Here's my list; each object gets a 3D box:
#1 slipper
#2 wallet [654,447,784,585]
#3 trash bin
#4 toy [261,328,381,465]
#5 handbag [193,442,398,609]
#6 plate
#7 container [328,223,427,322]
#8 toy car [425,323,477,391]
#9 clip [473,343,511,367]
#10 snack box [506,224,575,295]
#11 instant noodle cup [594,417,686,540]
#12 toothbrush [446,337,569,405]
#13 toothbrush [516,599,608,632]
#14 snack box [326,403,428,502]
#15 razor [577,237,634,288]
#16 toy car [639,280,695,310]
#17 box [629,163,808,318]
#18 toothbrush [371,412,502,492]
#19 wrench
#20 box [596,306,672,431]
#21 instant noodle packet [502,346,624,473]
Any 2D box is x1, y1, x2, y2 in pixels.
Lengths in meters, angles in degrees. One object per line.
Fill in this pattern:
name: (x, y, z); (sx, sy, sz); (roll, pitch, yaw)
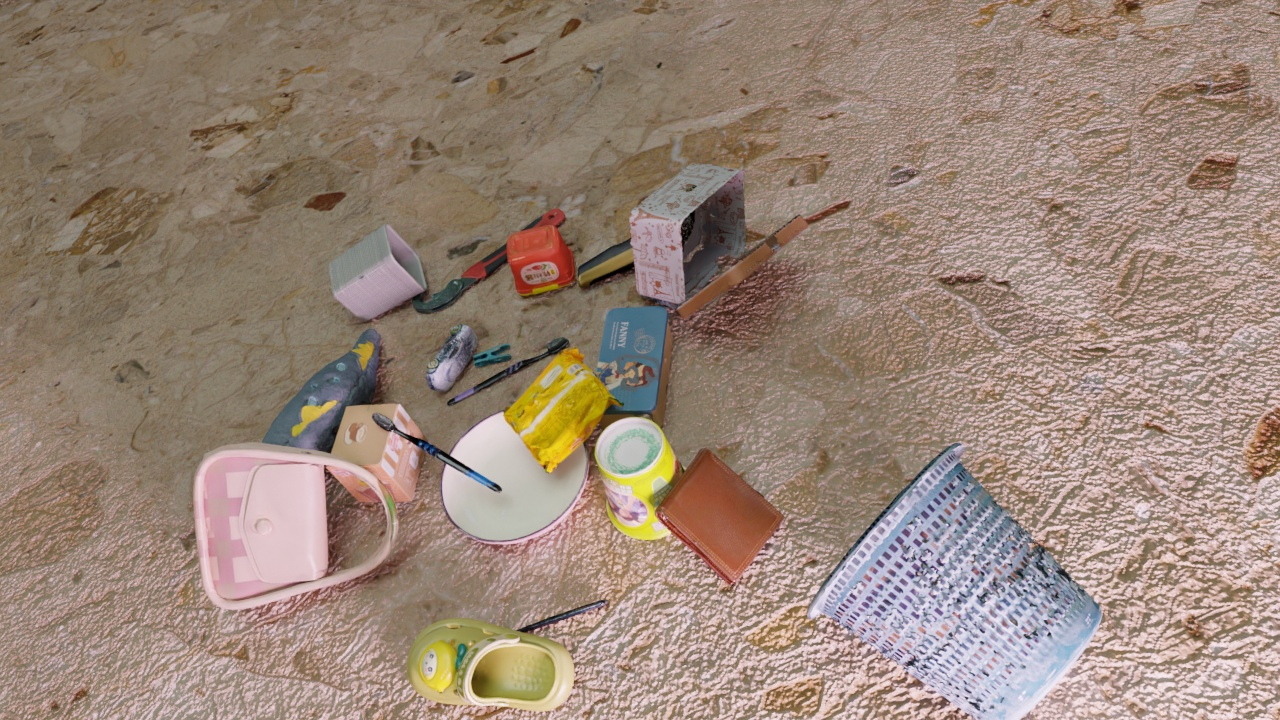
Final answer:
slipper: (-0.166, 0.324, 0.977); (0.191, 0.081, 0.091); (3, 72, 13)
wallet: (0.088, 0.173, 1.026); (0.124, 0.032, 0.101); (42, 66, 1)
trash bin: (0.302, 0.225, 0.864); (0.226, 0.227, 0.195); (-41, 67, -16)
toy: (-0.435, 0.079, 1.227); (0.138, 0.091, 0.355); (-11, 38, 47)
handbag: (-0.406, 0.193, 1.103); (0.234, 0.093, 0.193); (-2, 95, 0)
plate: (-0.153, 0.146, 1.143); (0.192, 0.039, 0.192); (-8, 52, 10)
container: (-0.399, -0.128, 1.381); (0.114, 0.090, 0.090); (-30, 50, 8)
toy car: (-0.261, -0.002, 1.279); (0.031, 0.049, 0.105); (13, 59, 26)
clip: (-0.208, -0.006, 1.290); (0.056, 0.014, 0.040); (-15, 51, 2)
snack box: (-0.148, -0.149, 1.339); (0.091, 0.080, 0.081); (-13, 51, 6)
instant noodle cup: (0.001, 0.130, 1.058); (0.112, 0.123, 0.111); (-7, 52, 10)
toothbrush: (-0.184, 0.014, 1.267); (0.189, 0.017, 0.014); (-28, 52, -4)
toothbrush: (-0.123, 0.297, 1.034); (0.181, 0.015, 0.018); (-17, 80, 1)
snack box: (-0.336, 0.120, 1.178); (0.077, 0.094, 0.092); (-3, 53, 14)
razor: (-0.016, -0.149, 1.325); (0.167, 0.062, 0.067); (-25, 82, 3)
toy car: (0.039, -0.093, 1.274); (0.091, 0.034, 0.042); (21, 64, 30)
box: (0.108, -0.147, 1.193); (0.178, 0.153, 0.181); (14, 41, 31)
toothbrush: (-0.249, 0.112, 1.120); (0.189, 0.016, 0.014); (29, 56, 8)
wrench: (-0.229, -0.153, 1.406); (0.273, 0.016, 0.056); (-35, 53, -11)
box: (-0.007, 0.007, 1.194); (0.090, 0.061, 0.183); (-4, 55, 12)
instant noodle packet: (-0.095, 0.059, 1.124); (0.128, 0.044, 0.111); (-44, 60, 2)
